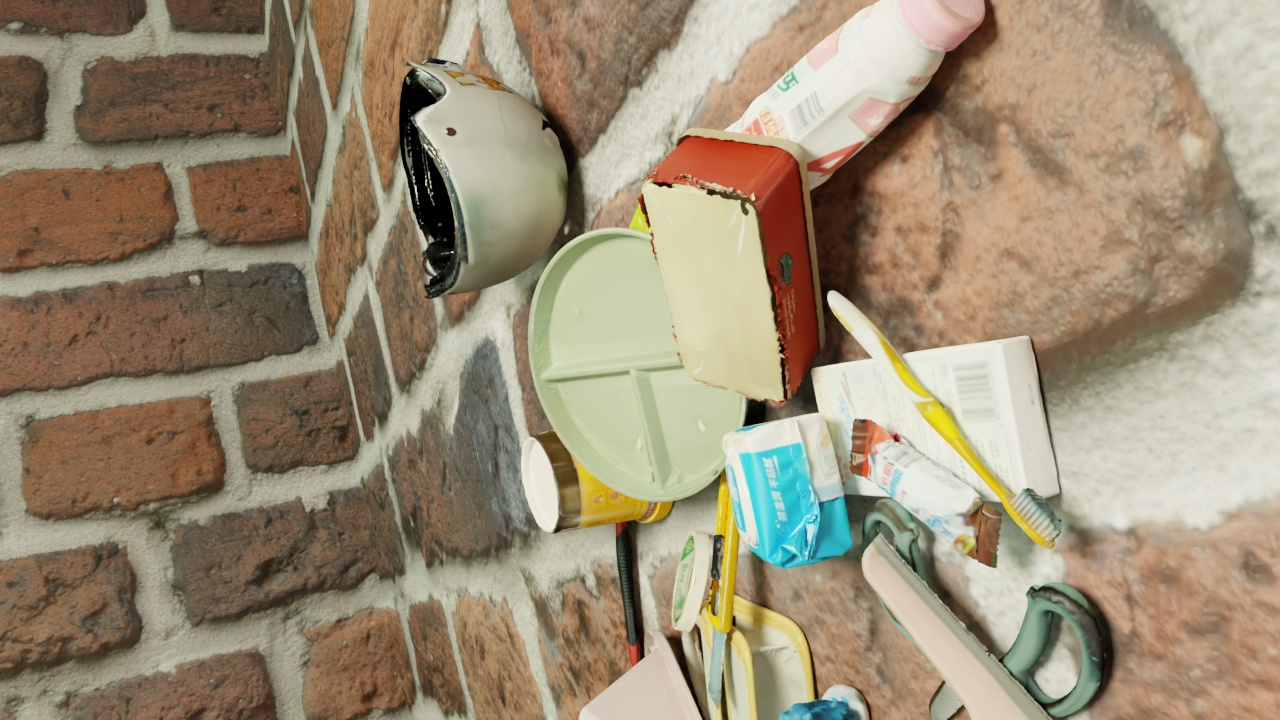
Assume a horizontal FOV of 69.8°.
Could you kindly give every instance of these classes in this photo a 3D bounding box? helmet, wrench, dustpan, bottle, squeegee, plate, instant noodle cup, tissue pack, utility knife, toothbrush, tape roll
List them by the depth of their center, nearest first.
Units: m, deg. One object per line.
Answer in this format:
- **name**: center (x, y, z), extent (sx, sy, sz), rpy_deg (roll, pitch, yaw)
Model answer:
- **toothbrush**: center (0.157, 0.022, 0.494), extent (0.191, 0.016, 0.018), rpy_deg (58, 135, 36)
- **bottle**: center (0.112, -0.150, 0.531), extent (0.197, 0.068, 0.068), rpy_deg (-36, 67, 57)
- **squeegee**: center (0.179, 0.275, 0.560), extent (0.247, 0.040, 0.250), rpy_deg (49, 146, 32)
- **tissue pack**: center (0.092, 0.086, 0.612), extent (0.140, 0.063, 0.090), rpy_deg (95, 163, -85)
- **utility knife**: center (0.065, 0.160, 0.710), extent (0.033, 0.015, 0.208), rpy_deg (158, 121, -65)
- **plate**: center (-0.004, 0.004, 0.752), extent (0.230, 0.027, 0.230), rpy_deg (14, 112, 37)
- **tape roll**: center (0.043, 0.191, 0.795), extent (0.086, 0.014, 0.086), rpy_deg (-170, 93, -86)
- **dustpan**: center (0.051, 0.370, 0.812), extent (0.274, 0.138, 0.223), rpy_deg (25, 129, 43)
- **instant noodle cup**: center (-0.044, 0.106, 0.871), extent (0.118, 0.114, 0.118), rpy_deg (34, 129, 55)
- **helmet**: center (-0.159, -0.190, 0.948), extent (0.274, 0.156, 0.230), rpy_deg (-123, 31, -57)
- **wrench**: center (-0.011, 0.276, 0.961), extent (0.056, 0.016, 0.273), rpy_deg (-98, 3, -85)

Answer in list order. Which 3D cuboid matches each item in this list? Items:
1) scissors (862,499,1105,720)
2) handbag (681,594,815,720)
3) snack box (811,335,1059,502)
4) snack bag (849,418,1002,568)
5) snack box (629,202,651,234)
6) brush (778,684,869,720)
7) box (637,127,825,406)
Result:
- **scissors**: center (0.194, 0.154, 0.518), extent (0.182, 0.019, 0.170), rpy_deg (-32, 77, 61)
- **handbag**: center (0.074, 0.282, 0.768), extent (0.179, 0.063, 0.163), rpy_deg (-175, 78, -66)
- **snack box**: center (0.163, 0.037, 0.534), extent (0.157, 0.026, 0.084), rpy_deg (-12, 89, 64)
- **snack bag**: center (0.155, 0.071, 0.505), extent (0.104, 0.026, 0.048), rpy_deg (44, 151, 49)
- **snack box**: center (0.010, -0.072, 0.798), extent (0.085, 0.026, 0.157), rpy_deg (65, 151, 27)
- **brush**: center (0.134, 0.379, 0.663), extent (0.061, 0.109, 0.314), rpy_deg (9, 102, 35)
- **box**: center (0.056, -0.050, 0.574), extent (0.091, 0.075, 0.168), rpy_deg (16, 141, 31)
